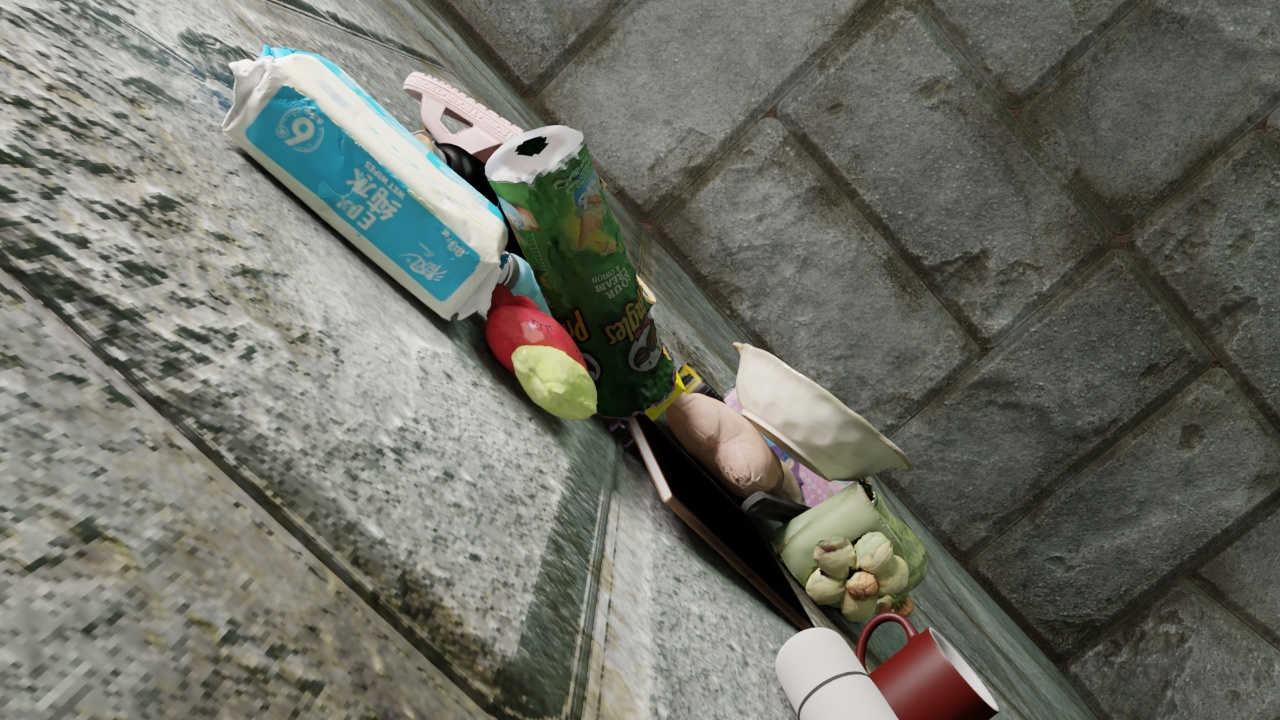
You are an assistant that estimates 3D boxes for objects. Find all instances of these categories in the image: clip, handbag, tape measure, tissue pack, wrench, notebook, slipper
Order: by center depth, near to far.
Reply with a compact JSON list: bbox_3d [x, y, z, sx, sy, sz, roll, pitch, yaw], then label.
[{"bbox_3d":[-0.169,-0.118,0.585,0.209,0.066,0.117,43,11,-19],"label":"tissue pack"},{"bbox_3d":[-0.016,0.052,0.736,0.036,0.013,0.053,50,7,7],"label":"clip"},{"bbox_3d":[0.062,0.125,0.742,0.209,0.008,0.141,46,8,-32],"label":"notebook"},{"bbox_3d":[-0.139,-0.200,0.883,0.239,0.064,0.094,33,6,23],"label":"slipper"},{"bbox_3d":[0.219,0.199,0.886,0.186,0.113,0.116,41,18,-38],"label":"handbag"},{"bbox_3d":[0.163,0.158,0.937,0.018,0.073,0.273,53,14,29],"label":"wrench"},{"bbox_3d":[0.069,0.043,1.084,0.067,0.038,0.062,48,1,-16],"label":"tape measure"}]

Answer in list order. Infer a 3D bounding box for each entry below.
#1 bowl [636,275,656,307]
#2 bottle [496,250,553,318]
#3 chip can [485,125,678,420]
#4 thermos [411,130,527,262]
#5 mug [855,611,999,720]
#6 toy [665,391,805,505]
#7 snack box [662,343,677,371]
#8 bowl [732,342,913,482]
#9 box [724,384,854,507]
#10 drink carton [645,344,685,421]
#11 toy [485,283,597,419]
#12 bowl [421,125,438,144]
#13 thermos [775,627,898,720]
[{"bbox_3d":[-0.044,-0.082,1.003,0.112,0.061,0.112,44,10,-10],"label":"bowl"},{"bbox_3d":[-0.091,-0.056,0.755,0.040,0.040,0.130,52,11,28],"label":"bottle"},{"bbox_3d":[-0.038,-0.059,0.668,0.075,0.075,0.223,-120,-174,-52],"label":"chip can"},{"bbox_3d":[-0.146,-0.142,0.796,0.061,0.061,0.231,51,10,20],"label":"thermos"},{"bbox_3d":[0.200,0.243,0.691,0.073,0.082,0.105,35,15,-51],"label":"mug"},{"bbox_3d":[0.101,0.088,0.956,0.196,0.065,0.264,54,9,14],"label":"toy"},{"bbox_3d":[0.004,-0.009,1.026,0.082,0.027,0.150,44,10,-16],"label":"snack box"},{"bbox_3d":[0.160,0.064,0.903,0.219,0.060,0.188,35,-3,34],"label":"bowl"},{"bbox_3d":[0.181,0.130,1.167,0.230,0.085,0.097,47,-22,-3],"label":"box"},{"bbox_3d":[-0.005,0.005,0.833,0.043,0.058,0.134,41,12,-25],"label":"drink carton"},{"bbox_3d":[-0.071,-0.008,0.630,0.091,0.045,0.135,43,8,-44],"label":"toy"},{"bbox_3d":[-0.188,-0.193,0.931,0.102,0.026,0.114,46,10,-4],"label":"bowl"},{"bbox_3d":[0.143,0.247,0.513,0.052,0.052,0.224,40,12,-38],"label":"thermos"}]
